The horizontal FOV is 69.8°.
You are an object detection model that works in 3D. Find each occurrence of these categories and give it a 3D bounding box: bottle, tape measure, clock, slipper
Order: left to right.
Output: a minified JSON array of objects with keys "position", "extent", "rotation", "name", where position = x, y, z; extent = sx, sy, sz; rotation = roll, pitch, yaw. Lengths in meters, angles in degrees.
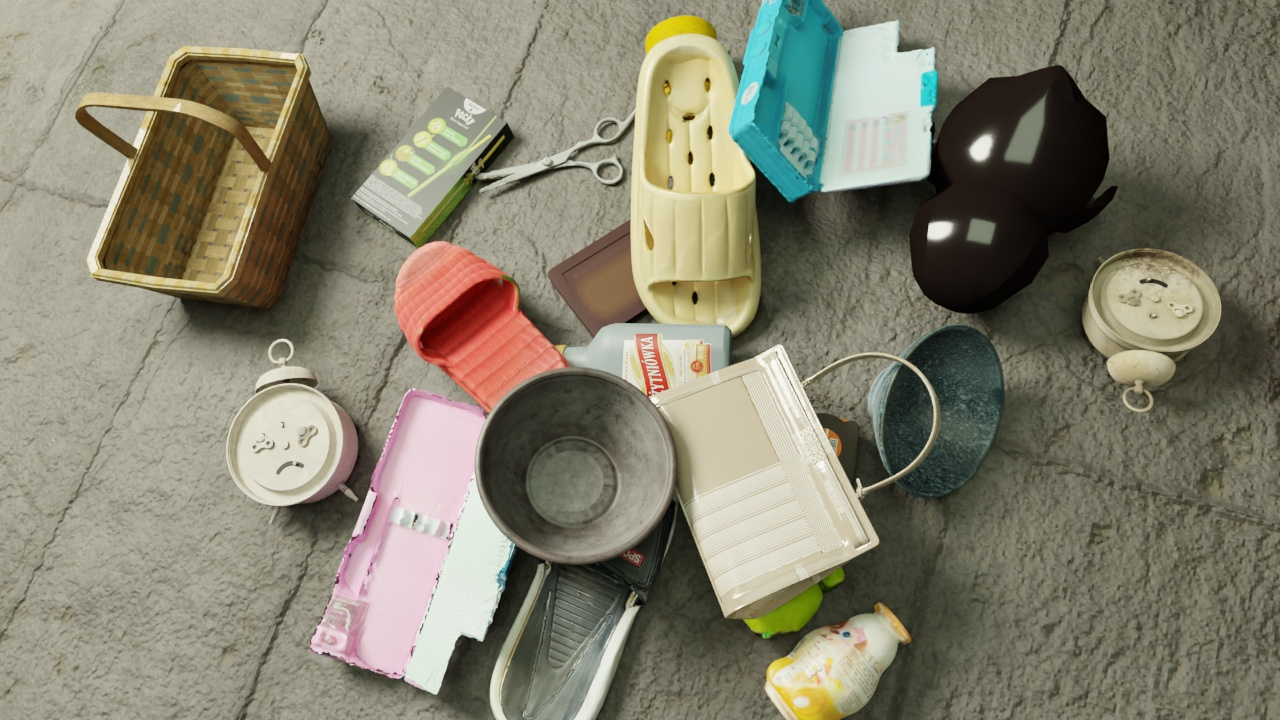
[{"position":[-0.303,0.057,0.808],"extent":[0.103,0.061,0.156],"rotation":[-15,77,4],"name":"clock"},{"position":[-0.148,-0.036,0.786],"extent":[0.103,0.059,0.249],"rotation":[-38,51,-10],"name":"slipper"},{"position":[-0.044,0.170,0.725],"extent":[0.111,0.063,0.263],"rotation":[18,77,15],"name":"slipper"},{"position":[-0.005,0.005,0.779],"extent":[0.161,0.046,0.072],"rotation":[1,93,10],"name":"bottle"},{"position":[0.045,-0.228,0.846],"extent":[0.071,0.071,0.163],"rotation":[-8,70,6],"name":"bottle"},{"position":[0.042,-0.143,0.765],"extent":[0.111,0.079,0.261],"rotation":[-3,95,5],"name":"slipper"},{"position":[0.145,0.074,0.742],"extent":[0.059,0.038,0.058],"rotation":[10,73,-2],"name":"tape measure"},{"position":[0.146,0.224,0.672],"extent":[0.109,0.063,0.063],"rotation":[-37,69,-3],"name":"bottle"},{"position":[0.396,-0.021,0.725],"extent":[0.093,0.055,0.140],"rotation":[13,66,13],"name":"clock"}]

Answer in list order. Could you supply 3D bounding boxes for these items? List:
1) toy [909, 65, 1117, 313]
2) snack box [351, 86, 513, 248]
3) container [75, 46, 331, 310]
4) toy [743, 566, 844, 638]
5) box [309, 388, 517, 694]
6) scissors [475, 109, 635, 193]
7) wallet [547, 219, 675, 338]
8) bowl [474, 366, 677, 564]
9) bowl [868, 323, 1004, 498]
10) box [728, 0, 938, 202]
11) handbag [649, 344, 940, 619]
[{"position":[0.285,-0.128,0.733],"extent":[0.159,0.140,0.184],"rotation":[26,77,17],"name":"toy"},{"position":[-0.202,-0.189,0.895],"extent":[0.080,0.025,0.147],"rotation":[34,79,18],"name":"snack box"},{"position":[-0.401,-0.180,0.838],"extent":[0.158,0.186,0.249],"rotation":[8,72,12],"name":"container"},{"position":[0.111,0.170,0.713],"extent":[0.094,0.036,0.093],"rotation":[8,67,5],"name":"toy"},{"position":[-0.162,0.146,0.754],"extent":[0.160,0.063,0.230],"rotation":[10,72,21],"name":"box"},{"position":[-0.078,-0.202,0.887],"extent":[0.161,0.014,0.117],"rotation":[9,73,9],"name":"scissors"},{"position":[-0.014,-0.077,0.831],"extent":[0.115,0.018,0.091],"rotation":[-35,69,-6],"name":"wallet"},{"position":[-0.050,0.084,0.687],"extent":[0.145,0.067,0.144],"rotation":[2,69,-7],"name":"bowl"},{"position":[0.218,0.035,0.721],"extent":[0.137,0.137,0.057],"rotation":[-54,32,-11],"name":"bowl"},{"position":[0.166,-0.236,0.799],"extent":[0.170,0.085,0.226],"rotation":[18,56,-4],"name":"box"},{"position":[0.120,0.065,0.668],"extent":[0.198,0.062,0.175],"rotation":[-32,61,19],"name":"handbag"}]
